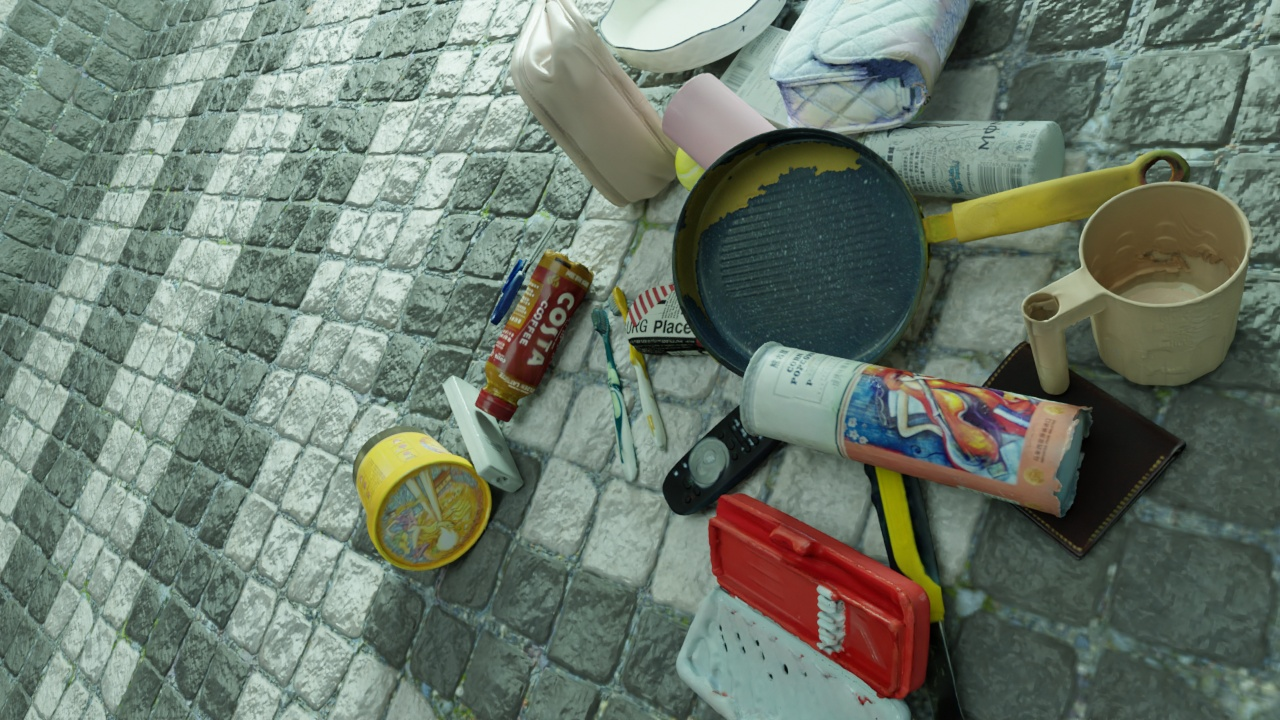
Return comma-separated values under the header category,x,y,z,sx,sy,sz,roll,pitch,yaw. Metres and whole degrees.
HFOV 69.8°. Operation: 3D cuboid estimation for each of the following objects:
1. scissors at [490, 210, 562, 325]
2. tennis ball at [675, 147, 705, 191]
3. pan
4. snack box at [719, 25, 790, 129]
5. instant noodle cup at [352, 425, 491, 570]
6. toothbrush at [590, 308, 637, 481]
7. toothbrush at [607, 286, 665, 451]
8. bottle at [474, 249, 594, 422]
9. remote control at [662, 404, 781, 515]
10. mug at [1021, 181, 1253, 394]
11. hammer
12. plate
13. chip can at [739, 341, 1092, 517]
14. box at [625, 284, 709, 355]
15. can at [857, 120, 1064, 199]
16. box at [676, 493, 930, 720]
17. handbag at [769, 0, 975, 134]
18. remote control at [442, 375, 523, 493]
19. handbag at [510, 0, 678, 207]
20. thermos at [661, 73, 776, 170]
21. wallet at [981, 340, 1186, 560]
category,x,y,z,sx,sy,sz,roll,pitch,yaw
scissors,-0.115,-0.105,0.948,0.173,0.012,0.132,-56,17,23
tennis ball,0.065,-0.184,0.854,0.066,0.065,0.065,-18,59,32
pan,0.182,-0.087,0.651,0.358,0.078,0.197,-11,93,28
snack box,0.142,-0.256,0.852,0.085,0.027,0.157,-54,47,5
instant noodle cup,-0.225,0.129,0.910,0.114,0.118,0.118,32,91,51
toothbrush,-0.026,0.027,0.858,0.016,0.018,0.191,-29,53,25
toothbrush,-0.005,0.005,0.854,0.018,0.016,0.191,-41,48,31
bottle,-0.110,-0.023,0.924,0.057,0.057,0.175,24,86,43
remote control,0.074,0.075,0.748,0.137,0.024,0.053,-44,50,16
mug,0.294,-0.032,0.551,0.125,0.103,0.084,-30,51,10
hammer,0.189,0.153,0.612,0.126,0.032,0.322,-24,56,29
plate,0.059,-0.358,0.920,0.205,0.045,0.204,-16,43,16
chip can,0.176,0.042,0.609,0.215,0.071,0.071,14,78,34
box,0.056,-0.036,0.812,0.164,0.052,0.068,1,83,40
can,0.240,-0.153,0.700,0.147,0.058,0.058,15,79,43
box,0.104,0.189,0.630,0.201,0.058,0.161,21,100,57
handbag,0.193,-0.270,0.745,0.134,0.075,0.193,5,54,36
remote control,-0.160,0.072,0.920,0.019,0.056,0.135,-40,50,9
handbag,-0.049,-0.285,0.924,0.093,0.193,0.233,-32,44,15
thermos,0.109,-0.162,0.758,0.198,0.067,0.087,46,144,21
wallet,0.270,0.055,0.602,0.096,0.020,0.122,-54,47,10
